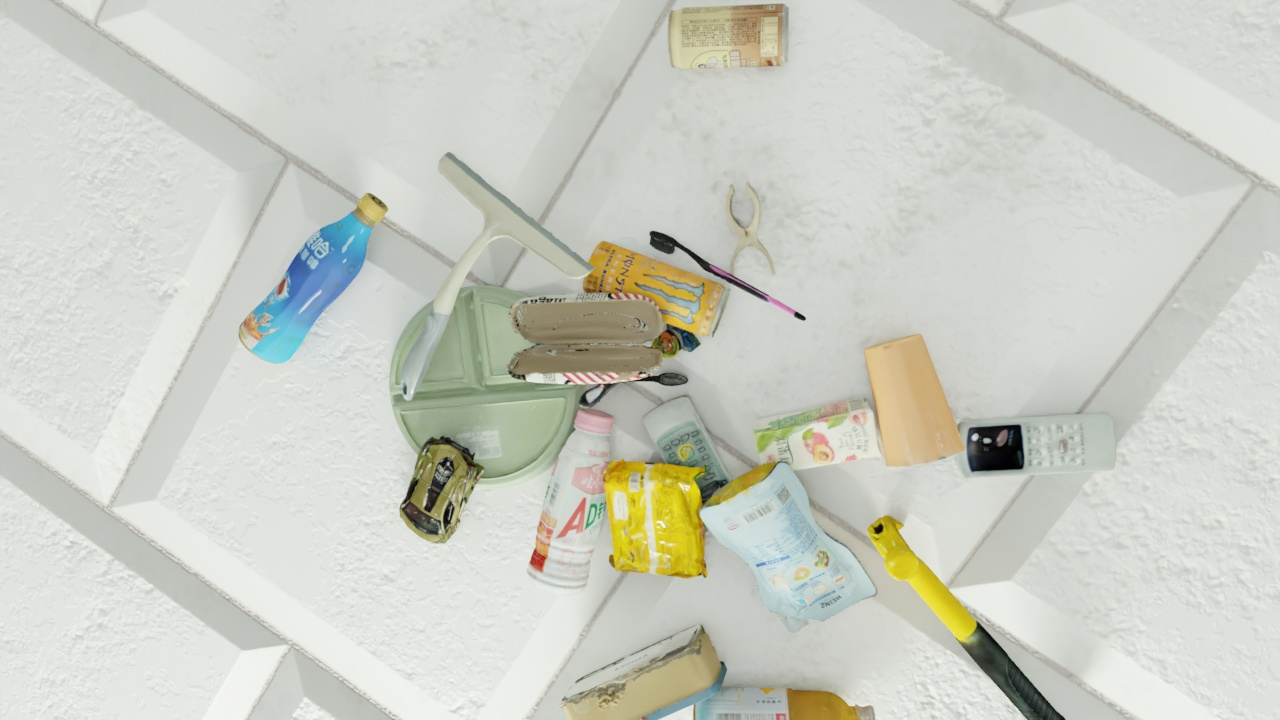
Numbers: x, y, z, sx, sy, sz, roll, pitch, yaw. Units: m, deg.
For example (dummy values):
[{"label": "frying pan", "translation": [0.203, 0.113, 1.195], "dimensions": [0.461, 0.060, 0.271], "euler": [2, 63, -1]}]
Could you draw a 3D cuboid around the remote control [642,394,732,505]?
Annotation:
[{"label": "remote control", "translation": [0.055, 0.105, 0.983], "dimensions": [0.056, 0.019, 0.135], "euler": [-28, 91, 13]}]

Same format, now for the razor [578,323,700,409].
[{"label": "razor", "translation": [-0.006, 0.006, 0.961], "dimensions": [0.142, 0.022, 0.042], "euler": [-35, 81, -5]}]

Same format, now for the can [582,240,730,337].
[{"label": "can", "translation": [0.016, -0.074, 0.949], "dimensions": [0.146, 0.058, 0.058], "euler": [21, 100, 7]}]

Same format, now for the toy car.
[{"label": "toy car", "translation": [-0.223, 0.147, 1.010], "dimensions": [0.070, 0.042, 0.158], "euler": [29, 124, 5]}]

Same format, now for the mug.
[{"label": "mug", "translation": [0.267, 0.039, 0.913], "dimensions": [0.078, 0.078, 0.122], "euler": [-16, 88, 12]}]

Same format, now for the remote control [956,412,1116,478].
[{"label": "remote control", "translation": [0.395, 0.086, 0.919], "dimensions": [0.150, 0.021, 0.058], "euler": [-5, 96, 10]}]

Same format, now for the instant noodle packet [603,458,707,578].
[{"label": "instant noodle packet", "translation": [0.018, 0.166, 0.973], "dimensions": [0.111, 0.044, 0.128], "euler": [2, 107, 15]}]

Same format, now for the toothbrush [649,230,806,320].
[{"label": "toothbrush", "translation": [0.086, -0.085, 0.939], "dimensions": [0.189, 0.014, 0.018], "euler": [32, 131, 17]}]

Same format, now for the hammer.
[{"label": "hammer", "translation": [0.327, 0.270, 0.919], "dimensions": [0.033, 0.128, 0.301], "euler": [-40, 100, 11]}]

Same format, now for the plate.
[{"label": "plate", "translation": [-0.174, 0.032, 1.013], "dimensions": [0.230, 0.027, 0.230], "euler": [1, 97, 11]}]

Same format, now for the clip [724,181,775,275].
[{"label": "clip", "translation": [0.109, -0.132, 0.939], "dimensions": [0.072, 0.034, 0.100], "euler": [-6, 100, 10]}]

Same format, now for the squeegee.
[{"label": "squeegee", "translation": [-0.199, -0.060, 0.956], "dimensions": [0.246, 0.039, 0.247], "euler": [41, 106, 28]}]

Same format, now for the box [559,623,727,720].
[{"label": "box", "translation": [0.009, 0.348, 0.987], "dimensions": [0.184, 0.089, 0.062], "euler": [-26, 85, 14]}]

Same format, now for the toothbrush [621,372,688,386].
[{"label": "toothbrush", "translation": [-0.043, 0.017, 0.975], "dimensions": [0.189, 0.016, 0.014], "euler": [3, 90, -2]}]

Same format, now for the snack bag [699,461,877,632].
[{"label": "snack bag", "translation": [0.154, 0.199, 0.955], "dimensions": [0.110, 0.039, 0.191], "euler": [-35, 106, 4]}]

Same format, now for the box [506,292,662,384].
[{"label": "box", "translation": [-0.059, -0.025, 0.930], "dimensions": [0.162, 0.075, 0.086], "euler": [-2, 113, 16]}]

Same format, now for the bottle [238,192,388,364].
[{"label": "bottle", "translation": [-0.355, -0.093, 1.011], "dimensions": [0.065, 0.065, 0.219], "euler": [44, 102, 3]}]

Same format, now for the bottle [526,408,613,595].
[{"label": "bottle", "translation": [-0.070, 0.151, 0.991], "dimensions": [0.068, 0.068, 0.197], "euler": [15, 95, 8]}]

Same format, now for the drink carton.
[{"label": "drink carton", "translation": [0.180, 0.078, 0.944], "dimensions": [0.123, 0.045, 0.053], "euler": [-12, 107, 13]}]

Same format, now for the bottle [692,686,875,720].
[{"label": "bottle", "translation": [0.152, 0.384, 0.975], "dimensions": [0.190, 0.068, 0.068], "euler": [-2, 96, 10]}]

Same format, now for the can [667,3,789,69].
[{"label": "can", "translation": [0.087, -0.319, 0.906], "dimensions": [0.116, 0.058, 0.058], "euler": [2, 97, 10]}]
